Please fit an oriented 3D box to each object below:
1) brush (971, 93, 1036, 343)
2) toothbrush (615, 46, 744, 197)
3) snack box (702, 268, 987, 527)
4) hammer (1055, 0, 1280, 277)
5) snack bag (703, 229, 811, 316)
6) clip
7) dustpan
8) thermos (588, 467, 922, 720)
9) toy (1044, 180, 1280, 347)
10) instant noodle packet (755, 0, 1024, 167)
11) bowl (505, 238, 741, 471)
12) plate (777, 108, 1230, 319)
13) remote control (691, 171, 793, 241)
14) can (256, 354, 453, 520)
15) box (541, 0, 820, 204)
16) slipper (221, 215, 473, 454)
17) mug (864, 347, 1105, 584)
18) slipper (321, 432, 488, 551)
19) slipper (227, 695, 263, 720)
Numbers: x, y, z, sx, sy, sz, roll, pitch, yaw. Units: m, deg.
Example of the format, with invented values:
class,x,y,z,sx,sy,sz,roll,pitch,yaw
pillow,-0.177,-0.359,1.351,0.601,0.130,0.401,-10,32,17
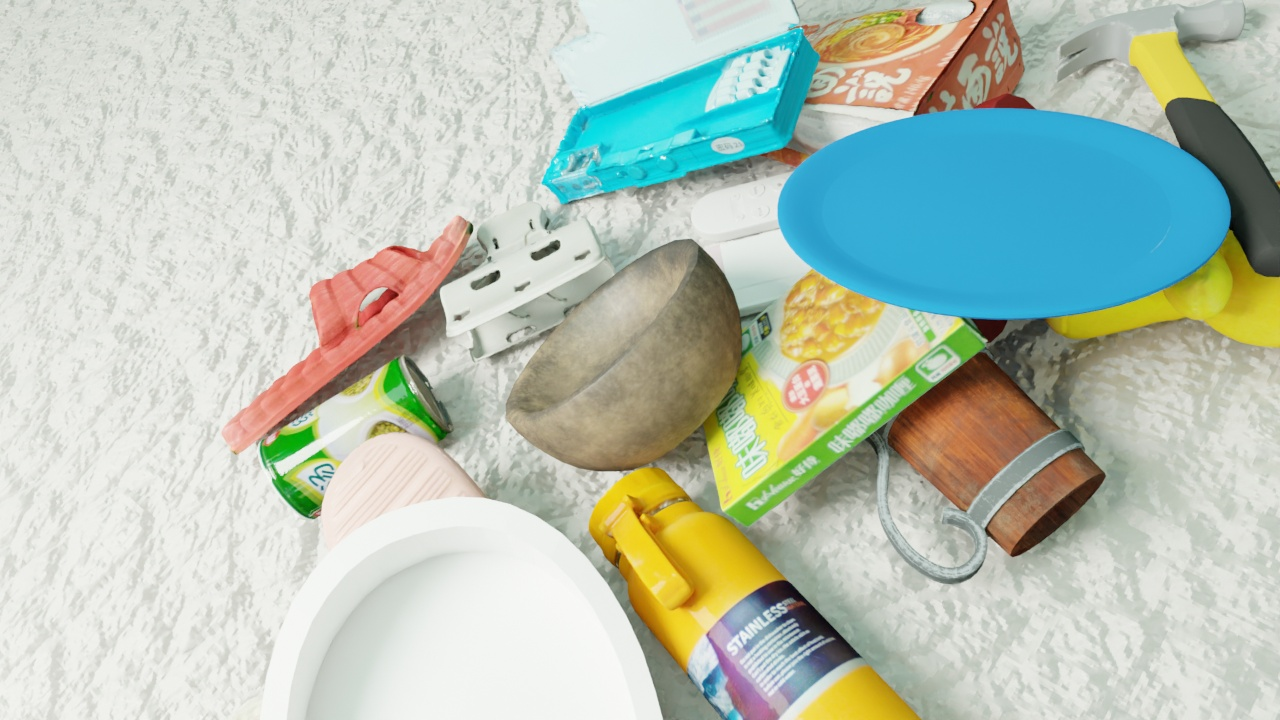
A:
class,x,y,z,sx,sy,sz,roll,pitch,yaw
brush,0.216,-0.090,0.595,0.042,0.082,0.173,-9,46,60
toothbrush,0.035,-0.207,0.769,0.017,0.012,0.186,23,68,33
snack box,0.104,0.000,0.538,0.168,0.027,0.131,-43,30,23
hammer,0.337,-0.148,0.555,0.127,0.029,0.322,-3,39,16
snack bag,0.091,-0.064,0.656,0.197,0.016,0.070,-14,58,10
clip,-0.082,-0.057,0.696,0.126,0.105,0.151,-24,22,2
dustpan,-0.083,0.195,0.444,0.191,0.053,0.257,-13,60,-9
thermos,0.060,0.147,0.486,0.076,0.091,0.232,-32,53,-19
toy,0.326,-0.051,0.526,0.194,0.087,0.134,0,36,15
instant noodle packet,0.154,-0.213,0.707,0.221,0.084,0.164,16,58,40
bowl,-0.003,0.003,0.578,0.162,0.070,0.162,-38,19,16
plate,0.188,-0.081,0.500,0.224,0.024,0.223,-7,37,5
remote control,0.105,-0.120,0.689,0.137,0.013,0.043,-13,56,11
can,-0.201,0.055,0.648,0.121,0.067,0.067,-32,54,-3
box,0.019,-0.214,0.693,0.228,0.086,0.168,-5,89,43
slipper,-0.229,-0.033,0.695,0.248,0.059,0.103,-44,19,-8
mug,0.177,0.056,0.514,0.117,0.081,0.111,-36,58,-6
slipper,-0.111,0.132,0.568,0.197,0.081,0.093,43,80,10
slipper,-0.154,0.283,0.499,0.273,0.054,0.114,29,76,28
